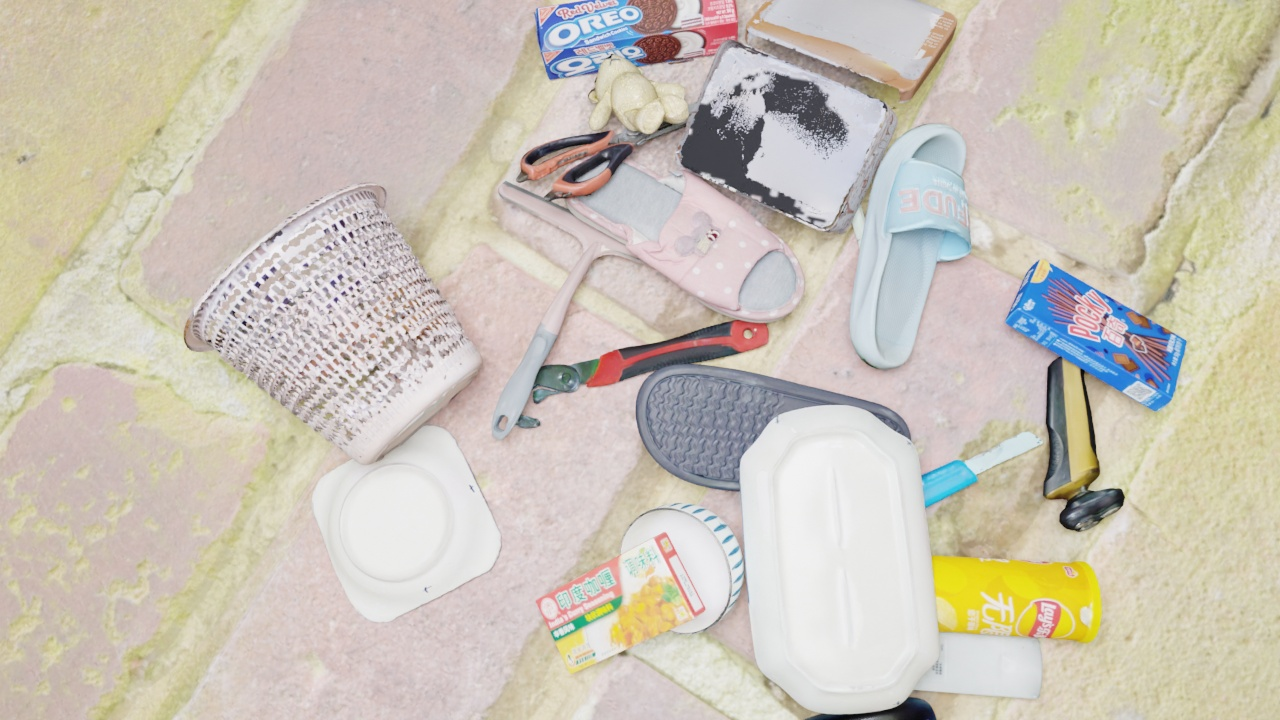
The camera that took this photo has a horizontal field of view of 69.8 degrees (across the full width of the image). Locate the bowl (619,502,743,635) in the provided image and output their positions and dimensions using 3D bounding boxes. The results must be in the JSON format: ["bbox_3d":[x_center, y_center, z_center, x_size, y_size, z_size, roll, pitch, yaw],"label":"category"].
[{"bbox_3d":[0.046,0.184,0.842,0.117,0.066,0.116,5,99,32],"label":"bowl"}]

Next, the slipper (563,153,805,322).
[{"bbox_3d":[0.040,-0.131,0.901,0.274,0.054,0.114,34,68,14],"label":"slipper"}]

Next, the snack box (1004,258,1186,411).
[{"bbox_3d":[0.429,-0.026,0.862,0.157,0.026,0.084,32,53,9],"label":"snack box"}]

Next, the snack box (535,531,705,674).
[{"bbox_3d":[-0.021,0.222,0.832,0.156,0.027,0.077,-34,77,30],"label":"snack box"}]

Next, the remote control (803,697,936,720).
[{"bbox_3d":[0.203,0.341,0.833,0.136,0.024,0.053,-13,80,2],"label":"remote control"}]

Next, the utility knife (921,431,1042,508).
[{"bbox_3d":[0.281,0.119,0.869,0.216,0.018,0.034,-26,77,1],"label":"utility knife"}]

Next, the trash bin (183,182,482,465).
[{"bbox_3d":[-0.262,-0.019,0.850,0.227,0.227,0.192,-43,92,-4],"label":"trash bin"}]

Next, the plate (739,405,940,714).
[{"bbox_3d":[0.171,0.169,0.788,0.162,0.034,0.265,-3,82,4],"label":"plate"}]

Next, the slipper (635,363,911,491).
[{"bbox_3d":[0.120,0.069,0.868,0.268,0.083,0.110,10,91,-11],"label":"slipper"}]

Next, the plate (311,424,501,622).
[{"bbox_3d":[-0.234,0.157,0.894,0.164,0.034,0.163,-28,79,0],"label":"plate"}]

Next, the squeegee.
[{"bbox_3d":[-0.085,-0.036,0.901,0.248,0.040,0.249,24,77,8],"label":"squeegee"}]

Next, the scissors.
[{"bbox_3d":[-0.014,-0.214,0.923,0.206,0.015,0.196,4,48,12],"label":"scissors"}]

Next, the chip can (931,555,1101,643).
[{"bbox_3d":[0.293,0.211,0.827,0.213,0.072,0.072,2,80,6],"label":"chip can"}]

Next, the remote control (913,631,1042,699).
[{"bbox_3d":[0.296,0.276,0.840,0.135,0.019,0.056,2,80,5],"label":"remote control"}]

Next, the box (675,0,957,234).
[{"bbox_3d":[0.169,-0.264,0.884,0.179,0.125,0.273,28,83,17],"label":"box"}]

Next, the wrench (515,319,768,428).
[{"bbox_3d":[-0.005,0.005,0.912,0.273,0.016,0.056,-18,76,1],"label":"wrench"}]

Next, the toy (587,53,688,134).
[{"bbox_3d":[-0.004,-0.258,0.903,0.105,0.066,0.157,-28,36,-7],"label":"toy"}]

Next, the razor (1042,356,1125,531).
[{"bbox_3d":[0.407,0.074,0.853,0.068,0.062,0.167,-9,71,34],"label":"razor"}]

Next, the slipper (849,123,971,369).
[{"bbox_3d":[0.262,-0.109,0.864,0.074,0.104,0.245,10,82,50],"label":"slipper"}]

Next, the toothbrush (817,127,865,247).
[{"bbox_3d":[0.216,-0.145,0.922,0.029,0.020,0.189,-9,79,-31],"label":"toothbrush"}]

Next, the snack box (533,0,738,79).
[{"bbox_3d":[-0.004,-0.343,0.954,0.207,0.058,0.057,-8,76,3],"label":"snack box"}]
